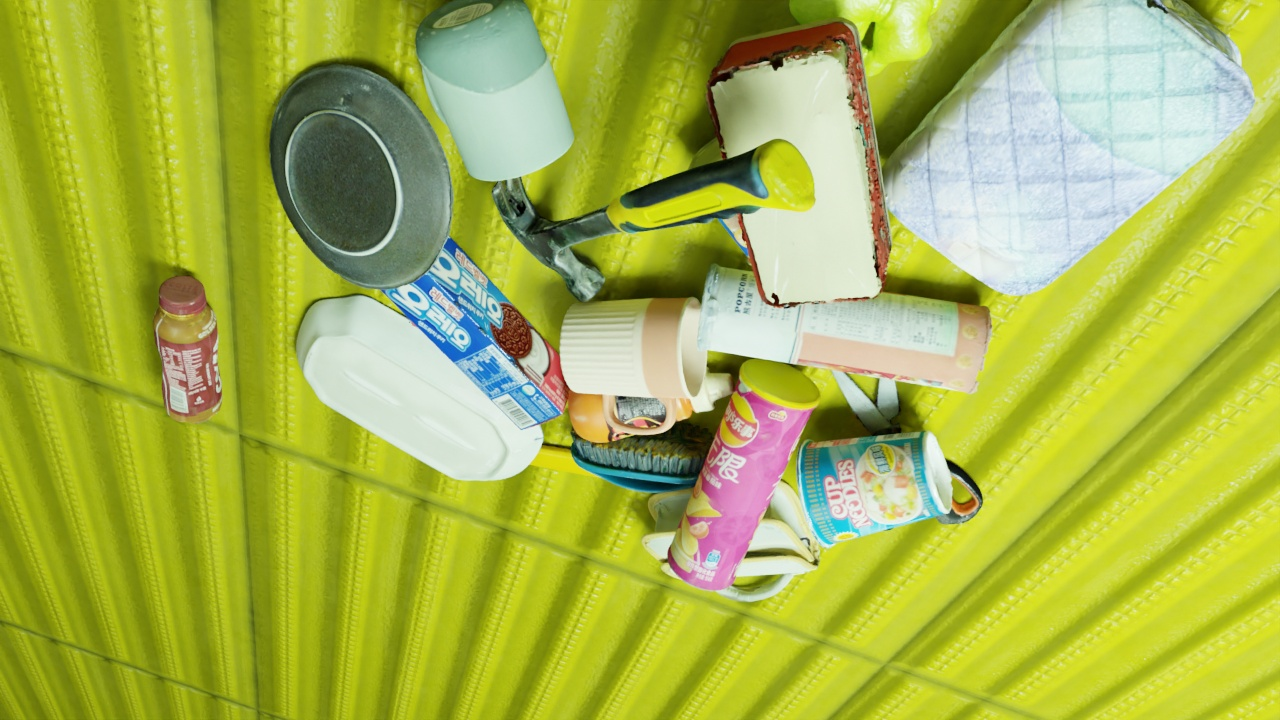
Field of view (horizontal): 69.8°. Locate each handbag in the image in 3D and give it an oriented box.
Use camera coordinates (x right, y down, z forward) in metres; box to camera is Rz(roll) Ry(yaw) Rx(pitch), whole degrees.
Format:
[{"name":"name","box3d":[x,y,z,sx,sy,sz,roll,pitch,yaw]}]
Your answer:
[{"name":"handbag","box3d":[0.103,0.206,0.959,0.164,0.063,0.179,-11,131,28]},{"name":"handbag","box3d":[0.257,-0.142,0.575,0.134,0.075,0.194,33,131,-8]}]

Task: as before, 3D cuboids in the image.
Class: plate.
[{"name":"plate","box3d":[-0.225,0.041,0.910,0.265,0.034,0.162,33,131,-9]},{"name":"plate","box3d":[-0.227,-0.139,0.718,0.180,0.024,0.180,11,116,23]}]

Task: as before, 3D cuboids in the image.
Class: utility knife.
[{"name":"utility knife","box3d":[-0.071,0.100,0.941,0.168,0.015,0.033,9,128,11]}]

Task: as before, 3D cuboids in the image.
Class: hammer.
[{"name":"hammer","box3d":[-0.006,-0.101,0.621,0.126,0.031,0.324,44,159,-23]}]

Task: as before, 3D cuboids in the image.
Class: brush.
[{"name":"brush","box3d":[0.003,0.095,0.884,0.144,0.055,0.074,6,129,12]}]

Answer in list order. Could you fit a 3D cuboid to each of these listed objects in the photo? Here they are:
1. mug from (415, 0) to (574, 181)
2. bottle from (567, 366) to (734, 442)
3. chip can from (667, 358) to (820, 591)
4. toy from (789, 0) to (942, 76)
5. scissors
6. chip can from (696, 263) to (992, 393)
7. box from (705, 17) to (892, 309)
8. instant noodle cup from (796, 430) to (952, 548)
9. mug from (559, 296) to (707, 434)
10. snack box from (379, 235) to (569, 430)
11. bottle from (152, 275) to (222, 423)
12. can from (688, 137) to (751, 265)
[{"name":"mug","box3d":[-0.112,-0.194,0.641,0.112,0.082,0.106,15,140,37]},{"name":"bottle","box3d":[0.012,0.033,0.826,0.150,0.066,0.067,-10,128,17]},{"name":"chip can","box3d":[0.088,0.105,0.816,0.071,0.071,0.211,19,117,0]},{"name":"toy","box3d":[0.135,-0.222,0.567,0.100,0.031,0.097,9,136,8]},{"name":"scissors","box3d":[0.220,0.088,0.835,0.227,0.021,0.199,33,133,-14]},{"name":"chip can","box3d":[0.156,-0.026,0.716,0.215,0.071,0.071,9,134,8]},{"name":"box","box3d":[0.104,-0.114,0.570,0.091,0.076,0.168,-4,126,23]},{"name":"instant noodle cup","box3d":[0.203,0.104,0.789,0.110,0.099,0.099,-16,125,28]},{"name":"mug","box3d":[-0.005,0.005,0.772,0.106,0.081,0.114,1,93,19]},{"name":"snack box","box3d":[-0.145,-0.028,0.815,0.057,0.058,0.207,-23,122,32]},{"name":"bottle","box3d":[-0.457,-0.010,0.928,0.057,0.057,0.175,21,134,-2]},{"name":"can","box3d":[0.095,-0.129,0.649,0.102,0.057,0.083,-26,117,34]}]
